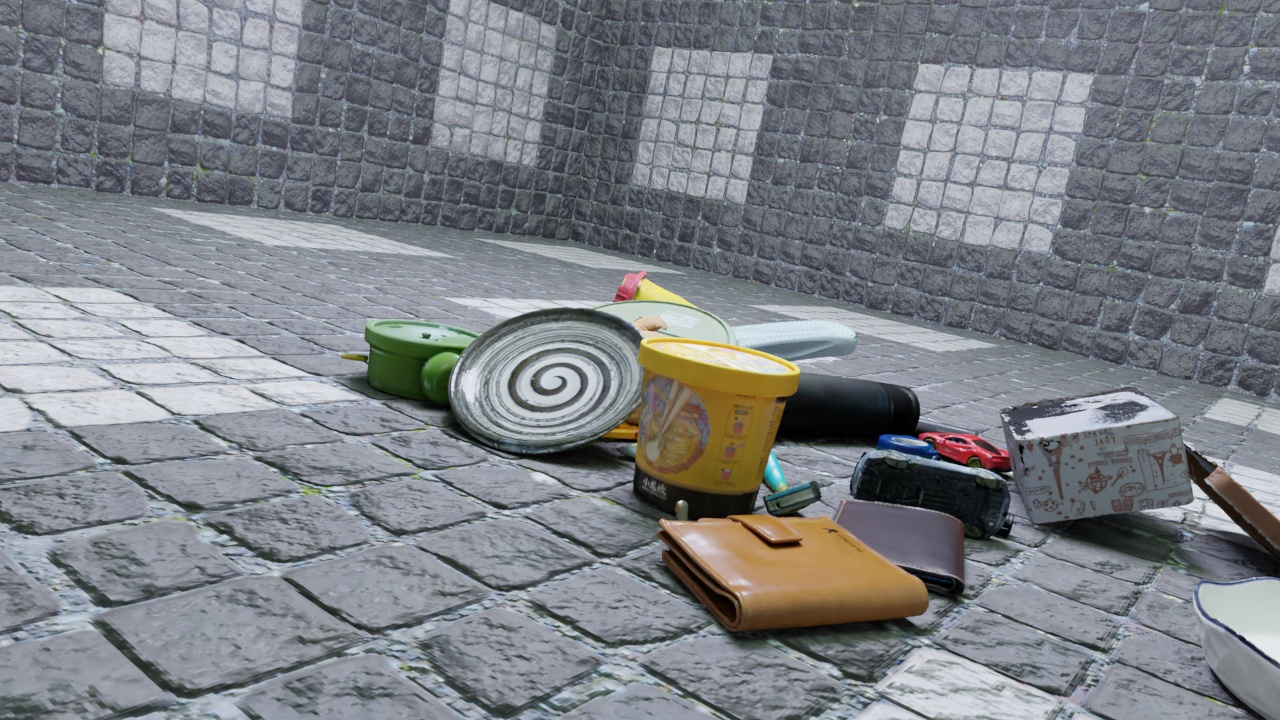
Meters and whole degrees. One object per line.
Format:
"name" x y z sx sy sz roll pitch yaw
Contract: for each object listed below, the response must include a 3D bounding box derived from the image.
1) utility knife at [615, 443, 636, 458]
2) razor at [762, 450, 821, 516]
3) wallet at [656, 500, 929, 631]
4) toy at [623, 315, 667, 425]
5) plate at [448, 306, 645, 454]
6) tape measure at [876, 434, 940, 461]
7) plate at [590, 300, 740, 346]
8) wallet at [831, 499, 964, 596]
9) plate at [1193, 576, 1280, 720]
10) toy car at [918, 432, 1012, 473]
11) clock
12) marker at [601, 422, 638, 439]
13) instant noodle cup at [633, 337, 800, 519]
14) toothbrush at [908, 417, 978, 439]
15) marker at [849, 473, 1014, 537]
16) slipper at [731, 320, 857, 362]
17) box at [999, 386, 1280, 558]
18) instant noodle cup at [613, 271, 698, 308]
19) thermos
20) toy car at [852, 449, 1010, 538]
"utility knife" 0.058 0.078 0.835 0.031 0.021 0.207 27 14 40
"razor" 0.110 0.093 0.746 0.043 0.028 0.132 -21 14 0
"wallet" 0.084 0.122 0.551 0.130 0.035 0.119 3 19 -27
"toy" -0.006 0.005 0.922 0.143 0.083 0.225 27 21 16
"plate" -0.076 0.018 0.788 0.179 0.024 0.179 -4 41 4
"tape measure" 0.264 0.091 0.920 0.054 0.025 0.058 5 7 -17
"plate" 0.006 -0.022 1.091 0.230 0.027 0.229 1 28 -1
"wallet" 0.180 0.128 0.652 0.096 0.020 0.122 8 10 18
"plate" 0.419 0.182 0.510 0.205 0.045 0.204 9 10 -2
"toy car" 0.344 0.094 0.974 0.049 0.031 0.106 5 9 -32
"clock" -0.191 0.003 0.869 0.161 0.056 0.116 15 12 25
"marker" 0.006 0.065 0.837 0.123 0.015 0.018 6 15 -31
"instant noodle cup" 0.049 0.049 0.681 0.118 0.114 0.118 9 10 -2
"toothbrush" 0.280 0.067 1.064 0.213 0.027 0.026 14 -27 23
"marker" 0.240 0.119 0.763 0.132 0.020 0.022 15 40 21
"slipper" 0.155 -0.003 1.174 0.245 0.074 0.104 -7 17 -1
"box" 0.460 0.101 0.821 0.271 0.133 0.179 18 11 13
"instant noodle cup" 0.020 -0.050 1.256 0.123 0.116 0.116 23 11 1
"thermos" 0.181 0.045 0.978 0.242 0.068 0.090 6 19 -30
"toy car" 0.229 0.104 0.727 0.120 0.054 0.036 11 12 5
